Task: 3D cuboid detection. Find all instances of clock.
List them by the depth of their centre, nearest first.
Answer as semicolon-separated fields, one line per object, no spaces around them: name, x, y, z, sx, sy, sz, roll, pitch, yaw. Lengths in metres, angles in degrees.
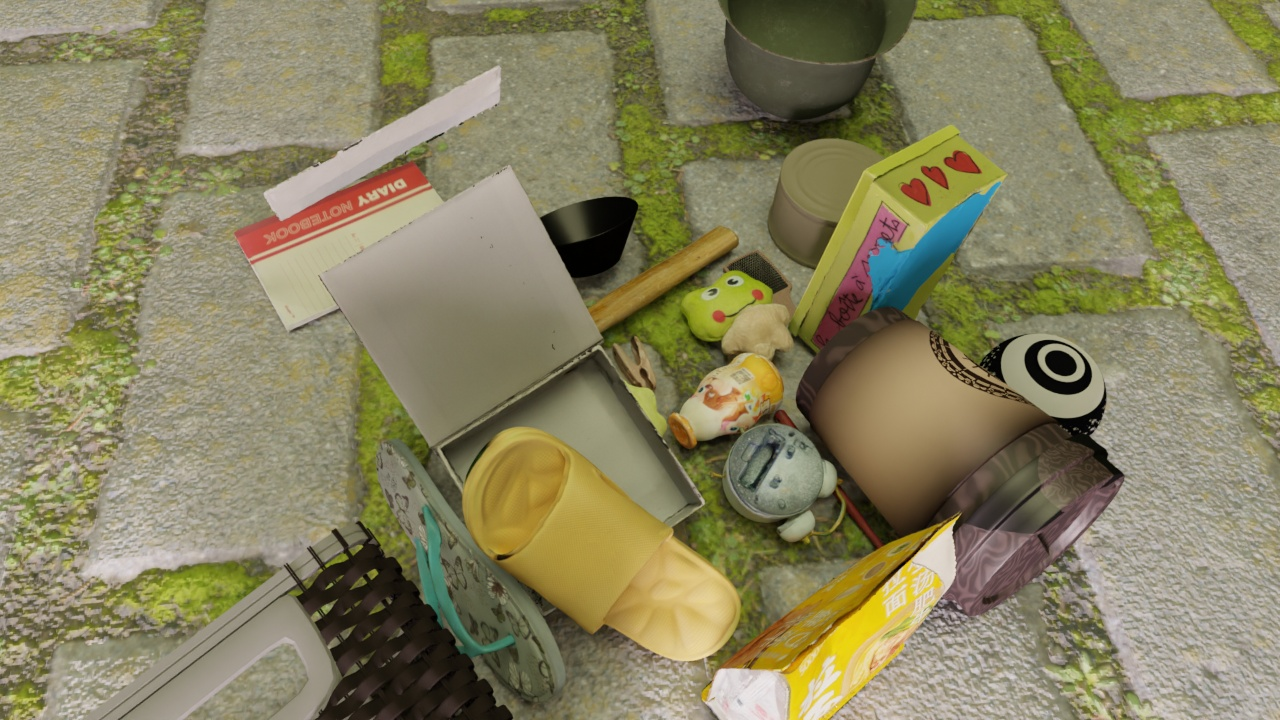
clock;0.124;0.108;0.796;0.117;0.057;0.083;33;68;6

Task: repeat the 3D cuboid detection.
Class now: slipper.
slipper;-0.019;0.152;0.667;0.099;0.263;0.078;-50;28;2
slipper;-0.156;0.171;0.724;0.054;0.098;0.269;-19;48;-35

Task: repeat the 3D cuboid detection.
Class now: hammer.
hammer;-0.028;-0.053;0.906;0.329;0.033;0.132;-34;43;-28

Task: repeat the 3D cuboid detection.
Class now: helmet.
helmet;0.189;-0.384;1.079;0.227;0.154;0.267;7;60;1

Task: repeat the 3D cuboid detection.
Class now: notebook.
notebook;-0.302;-0.127;0.968;0.208;0.012;0.153;-28;61;-20

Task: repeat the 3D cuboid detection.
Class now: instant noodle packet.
instant noodle packet;0.139;0.194;0.645;0.162;0.222;0.084;-32;66;-21

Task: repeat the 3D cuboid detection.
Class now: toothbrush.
toothbrush;0.181;0.116;0.823;0.016;0.016;0.190;-23;60;-23

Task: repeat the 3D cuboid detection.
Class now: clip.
clip;-0.011;0.007;0.884;0.045;0.025;0.061;-16;61;-13

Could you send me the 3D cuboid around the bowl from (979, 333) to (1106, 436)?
bowl;0.384;0.020;0.867;0.120;0.066;0.120;1;56;-2

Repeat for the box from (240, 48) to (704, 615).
box;-0.116;-0.009;0.726;0.166;0.108;0.419;-33;100;-13

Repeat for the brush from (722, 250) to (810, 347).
brush;0.143;-0.065;0.945;0.049;0.015;0.135;-27;61;-21

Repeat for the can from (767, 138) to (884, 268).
can;0.205;-0.168;0.982;0.128;0.073;0.127;1;56;-2

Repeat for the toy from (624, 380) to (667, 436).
toy;-0.040;0.068;0.814;0.135;0.045;0.091;-22;91;-22

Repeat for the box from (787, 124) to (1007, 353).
box;0.228;-0.096;0.841;0.124;0.221;0.079;-32;65;-26

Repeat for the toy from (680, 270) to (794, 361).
toy;0.100;-0.040;0.904;0.092;0.043;0.118;-29;53;-16

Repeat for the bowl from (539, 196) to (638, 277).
bowl;-0.056;-0.119;0.938;0.124;0.052;0.123;-13;27;7

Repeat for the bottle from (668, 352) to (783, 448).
bottle;0.078;0.039;0.842;0.109;0.063;0.063;-30;62;-20

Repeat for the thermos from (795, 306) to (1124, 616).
thermos;0.253;0.073;0.772;0.172;0.173;0.226;-28;55;-20

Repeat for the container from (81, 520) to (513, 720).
container;-0.177;0.298;0.549;0.246;0.246;0.243;-38;69;-25
